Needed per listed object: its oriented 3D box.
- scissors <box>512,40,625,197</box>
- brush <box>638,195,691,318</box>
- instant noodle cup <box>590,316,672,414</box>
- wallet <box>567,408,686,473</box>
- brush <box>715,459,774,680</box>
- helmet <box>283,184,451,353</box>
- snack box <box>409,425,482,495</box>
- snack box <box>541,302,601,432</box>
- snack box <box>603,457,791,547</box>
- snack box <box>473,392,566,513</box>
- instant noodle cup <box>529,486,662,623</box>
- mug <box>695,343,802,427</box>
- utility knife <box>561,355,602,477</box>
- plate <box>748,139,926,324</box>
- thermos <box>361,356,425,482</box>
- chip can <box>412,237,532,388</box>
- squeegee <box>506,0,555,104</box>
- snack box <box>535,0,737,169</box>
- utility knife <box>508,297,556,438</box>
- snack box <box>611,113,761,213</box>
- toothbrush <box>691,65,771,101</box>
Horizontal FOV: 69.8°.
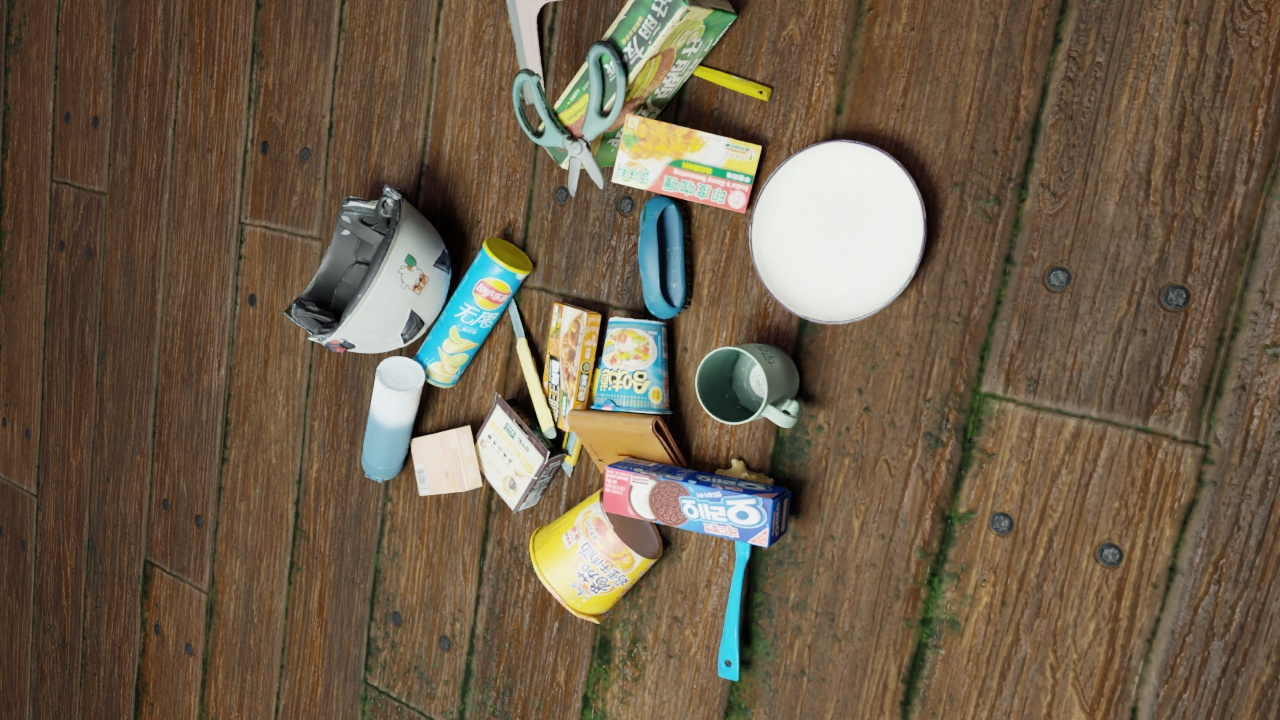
[{"bbox_3d":[-0.067,-0.277,1.002,0.181,0.019,0.170,-40,77,34],"label":"scissors"},{"bbox_3d":[0.024,-0.120,1.070,0.055,0.073,0.144,-1,93,27],"label":"brush"},{"bbox_3d":[-0.006,0.006,1.093,0.099,0.099,0.110,4,88,31],"label":"instant noodle cup"},{"bbox_3d":[-0.015,0.102,1.107,0.132,0.031,0.108,3,136,37],"label":"wallet"},{"bbox_3d":[0.111,0.242,1.057,0.083,0.045,0.254,5,91,27],"label":"brush"},{"bbox_3d":[-0.341,-0.103,1.231,0.275,0.156,0.229,6,71,50],"label":"helmet"},{"bbox_3d":[-0.271,0.140,1.268,0.158,0.026,0.084,-15,86,52],"label":"snack box"},{"bbox_3d":[-0.091,0.008,1.164,0.075,0.026,0.154,20,104,50],"label":"snack box"},{"bbox_3d":[0.060,0.155,1.028,0.208,0.057,0.058,8,99,26],"label":"snack box"},{"bbox_3d":[-0.163,0.118,1.208,0.113,0.053,0.126,46,122,21],"label":"snack box"},{"bbox_3d":[-0.047,0.227,1.113,0.110,0.137,0.138,-42,73,18],"label":"instant noodle cup"},{"bbox_3d":[0.131,0.031,0.997,0.112,0.106,0.082,40,112,23],"label":"mug"},{"bbox_3d":[-0.076,0.071,1.180,0.033,0.015,0.171,25,107,30],"label":"utility knife"},{"bbox_3d":[0.210,-0.135,0.975,0.193,0.039,0.192,3,95,31],"label":"plate"},{"bbox_3d":[-0.348,0.087,1.279,0.070,0.070,0.221,47,138,20],"label":"thermos"},{"bbox_3d":[-0.227,-0.061,1.230,0.071,0.071,0.211,46,115,20],"label":"chip can"},{"bbox_3d":[-0.049,-0.452,1.110,0.250,0.040,0.248,0,110,26],"label":"squeegee"},{"bbox_3d":[-0.008,-0.321,1.033,0.063,0.114,0.241,52,123,12],"label":"snack box"},{"bbox_3d":[-0.146,0.009,1.196,0.031,0.022,0.212,-42,63,42],"label":"utility knife"},{"bbox_3d":[0.051,-0.221,1.028,0.156,0.027,0.077,13,103,-4],"label":"snack box"},{"bbox_3d":[0.067,-0.335,1.060,0.190,0.016,0.016,28,113,27],"label":"toothbrush"}]
